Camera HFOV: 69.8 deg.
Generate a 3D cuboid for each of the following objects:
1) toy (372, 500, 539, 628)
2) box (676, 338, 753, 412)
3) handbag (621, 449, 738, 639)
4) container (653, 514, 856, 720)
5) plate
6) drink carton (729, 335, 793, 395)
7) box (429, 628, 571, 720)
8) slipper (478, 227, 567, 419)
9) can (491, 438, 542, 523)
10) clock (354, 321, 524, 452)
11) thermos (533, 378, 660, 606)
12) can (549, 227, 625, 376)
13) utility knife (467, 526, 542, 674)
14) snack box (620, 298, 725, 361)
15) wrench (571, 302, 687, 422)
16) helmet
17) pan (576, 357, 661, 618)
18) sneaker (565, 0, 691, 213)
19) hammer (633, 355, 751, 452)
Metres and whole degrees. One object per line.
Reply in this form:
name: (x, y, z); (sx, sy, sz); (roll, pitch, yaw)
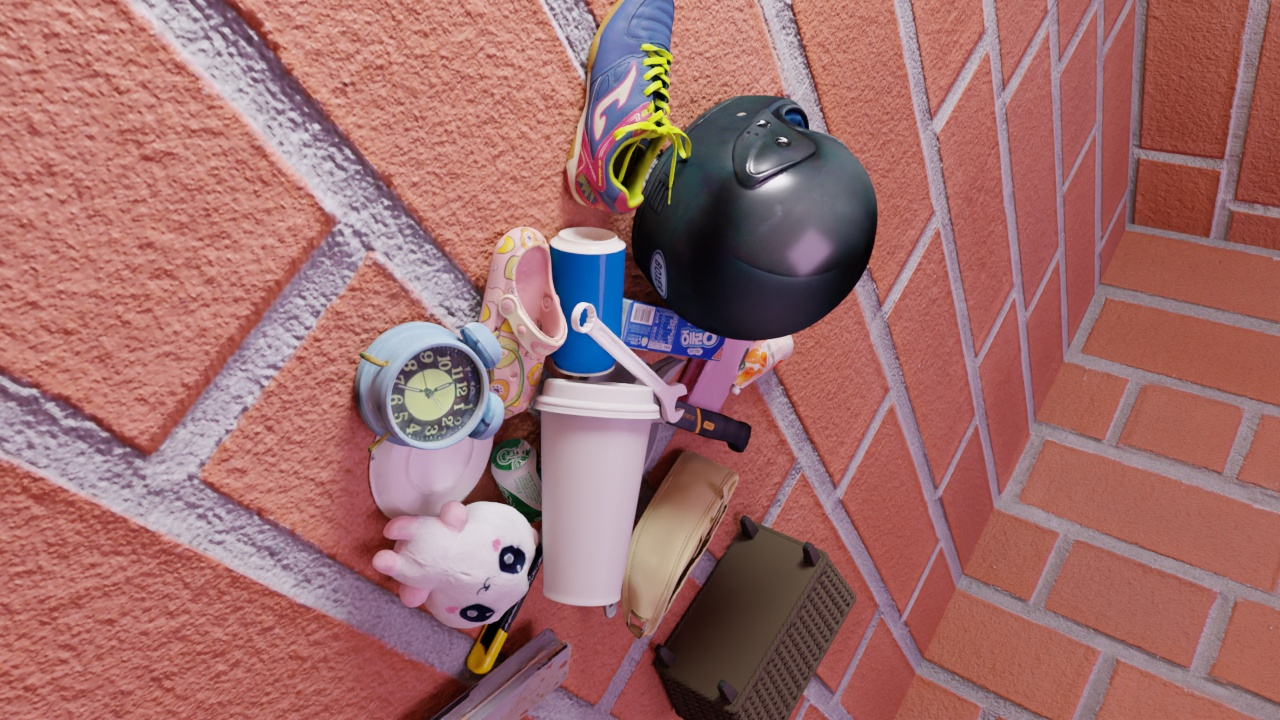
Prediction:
toy: (-0.186, 0.199, 0.925); (0.179, 0.101, 0.139); (27, 95, -47)
box: (0.120, -0.026, 1.273); (0.232, 0.037, 0.098); (-62, 145, -10)
handbag: (0.054, 0.242, 1.231); (0.232, 0.088, 0.191); (-45, 148, -56)
container: (0.176, 0.422, 1.457); (0.320, 0.177, 0.205); (-52, 138, -24)
plate: (-0.202, 0.092, 0.918); (0.156, 0.014, 0.157); (-27, 127, -44)
drink carton: (0.175, -0.001, 1.367); (0.122, 0.039, 0.069); (-30, 129, -34)
box: (-0.172, 0.395, 1.060); (0.215, 0.063, 0.081); (-31, 152, -42)
slipper: (-0.110, -0.032, 0.918); (0.093, 0.082, 0.197); (-7, 109, -61)
can: (-0.127, 0.133, 1.002); (0.053, 0.053, 0.101); (-48, 143, -28)
clock: (-0.182, 0.023, 0.846); (0.161, 0.060, 0.118); (-14, 110, -35)
thermos: (-0.052, 0.134, 0.955); (0.131, 0.132, 0.222); (3, 92, -54)
can: (-0.058, -0.063, 0.977); (0.078, 0.079, 0.146); (-23, 124, -46)
utility knife: (-0.143, 0.264, 1.073); (0.213, 0.029, 0.020); (-63, 150, -12)
snack box: (0.026, -0.038, 1.124); (0.226, 0.059, 0.059); (6, 98, -54)
wrench: (-0.006, 0.006, 1.004); (0.273, 0.009, 0.047); (44, 67, -55)
helmet: (0.155, -0.161, 1.062); (0.315, 0.236, 0.249); (-46, 149, -33)
pan: (-0.046, 0.161, 1.129); (0.200, 0.051, 0.357); (-23, 124, -46)
sneaker: (0.004, -0.268, 0.947); (0.116, 0.091, 0.242); (11, 97, -52)
hammer: (0.070, 0.084, 1.200); (0.312, 0.035, 0.139); (24, 84, -58)
